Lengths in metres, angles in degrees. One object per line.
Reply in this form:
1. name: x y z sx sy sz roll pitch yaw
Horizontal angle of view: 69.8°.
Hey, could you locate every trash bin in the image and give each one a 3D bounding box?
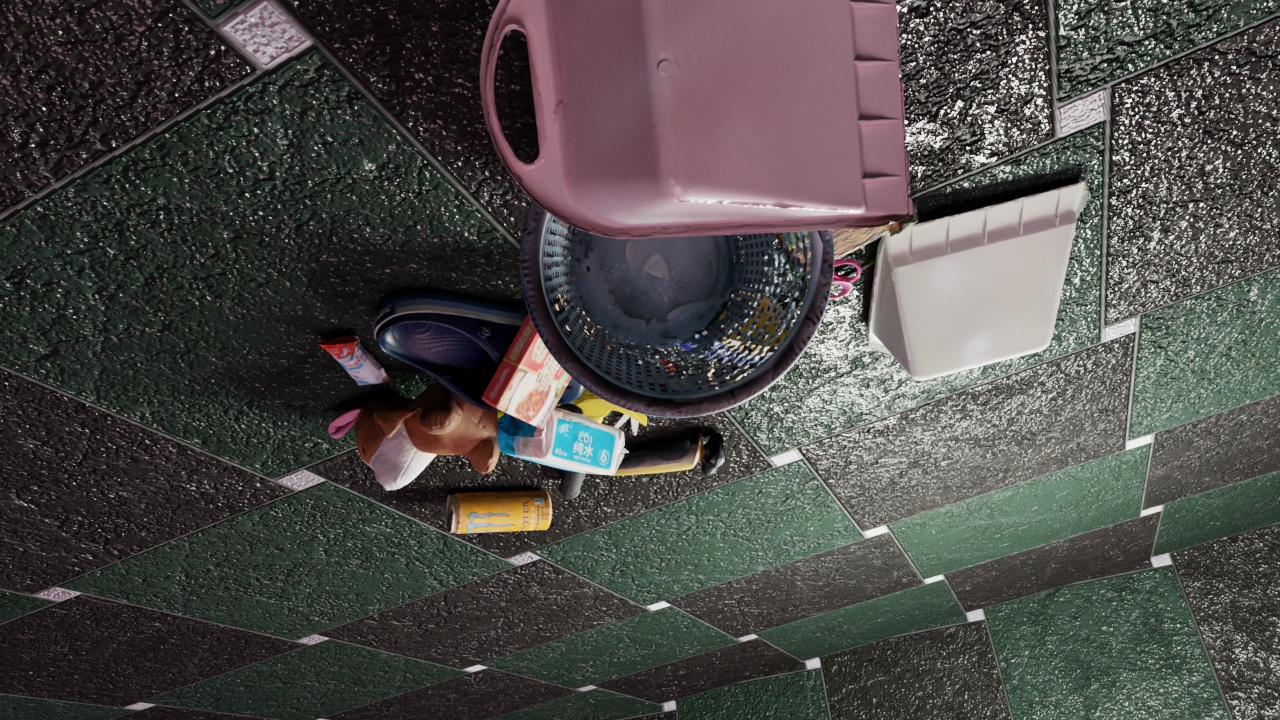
1. trash bin: 0.019 -0.082 0.745 0.226 0.226 0.195 -10 -172 -4

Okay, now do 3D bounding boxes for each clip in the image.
1. clip: 0.097 0.033 1.153 0.094 0.035 0.103 4 154 -32

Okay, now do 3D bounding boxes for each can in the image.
1. can: 0.092 -0.039 0.990 0.148 0.074 0.049 11 146 -32
2. can: -0.205 0.219 1.330 0.146 0.058 0.058 1 147 -21

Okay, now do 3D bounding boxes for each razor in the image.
1. razor: 0.037 0.139 1.288 0.167 0.062 0.068 -9 120 5

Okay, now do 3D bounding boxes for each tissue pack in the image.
1. tissue pack: -0.091 0.091 1.066 0.140 0.063 0.090 21 164 -42

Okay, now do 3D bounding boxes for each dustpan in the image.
1. dustpan: 0.364 -0.086 1.056 0.222 0.142 0.258 -14 122 -1
2. dustpan: 0.041 -0.195 0.631 0.272 0.222 0.139 -8 -173 -32

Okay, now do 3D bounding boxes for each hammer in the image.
1. hammer: -0.074 0.112 1.213 0.128 0.032 0.302 7 148 -9

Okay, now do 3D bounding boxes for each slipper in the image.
1. slipper: -0.152 -0.001 0.953 0.252 0.095 0.105 19 141 -36

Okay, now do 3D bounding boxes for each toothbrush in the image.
1. toothbrush: 0.201 -0.078 1.023 0.186 0.012 0.017 -27 157 24

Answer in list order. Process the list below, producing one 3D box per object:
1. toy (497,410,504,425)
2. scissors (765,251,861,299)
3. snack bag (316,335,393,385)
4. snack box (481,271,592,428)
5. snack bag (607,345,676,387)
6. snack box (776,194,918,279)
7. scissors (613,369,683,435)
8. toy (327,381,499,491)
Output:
1. toy: -0.166 0.087 1.152 0.097 0.031 0.100 -17 149 13
2. scissors: 0.174 -0.098 0.971 0.133 0.017 0.054 14 125 -25
3. snack bag: -0.300 0.002 0.969 0.048 0.026 0.104 -2 150 7
4. snack box: -0.093 -0.012 0.925 0.075 0.025 0.153 33 84 -51
5. snack bag: -0.006 0.006 1.075 0.105 0.026 0.045 15 126 -33
6. snack box: 0.150 -0.157 0.777 0.118 0.117 0.105 -27 142 19
7. scissors: -0.010 0.054 1.169 0.167 0.012 0.155 -31 145 28
8. toy: -0.251 0.088 1.035 0.200 0.130 0.140 -7 140 33
